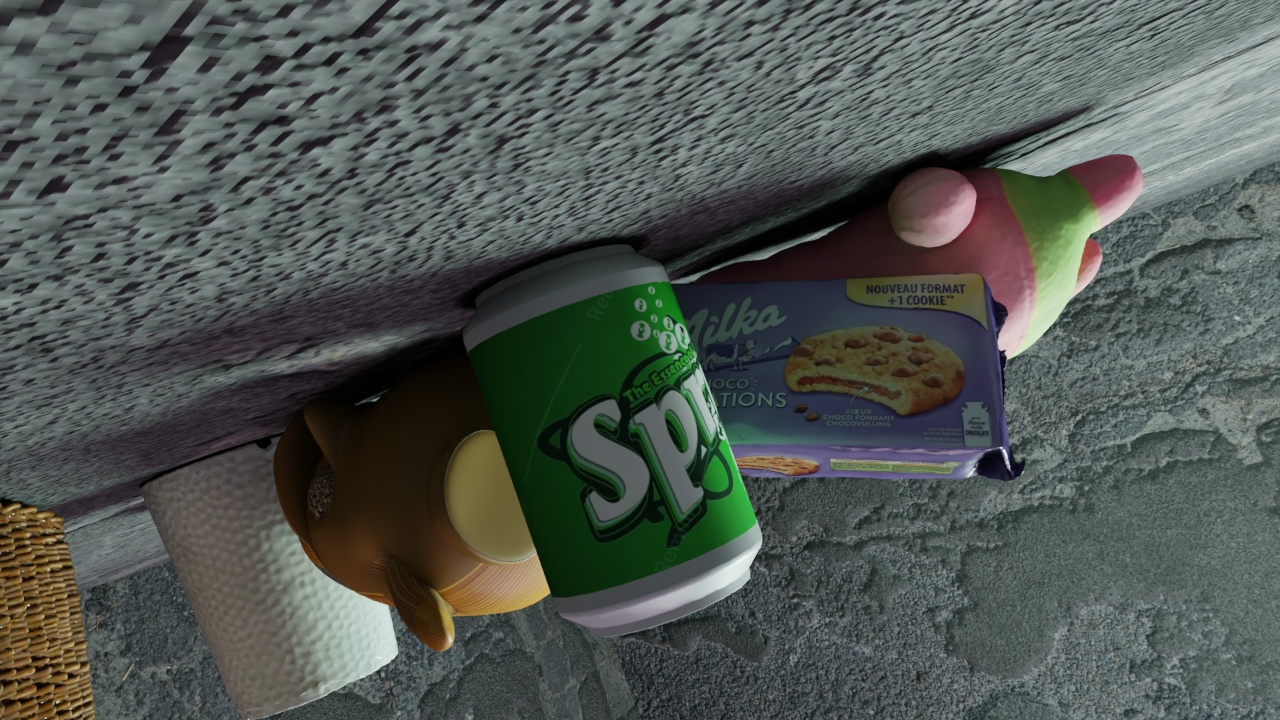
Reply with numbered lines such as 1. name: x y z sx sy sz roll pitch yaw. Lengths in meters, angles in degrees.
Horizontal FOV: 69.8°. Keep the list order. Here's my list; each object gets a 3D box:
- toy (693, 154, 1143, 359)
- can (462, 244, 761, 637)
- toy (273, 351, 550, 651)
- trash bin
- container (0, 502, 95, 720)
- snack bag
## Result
1. toy: 0.141 -0.042 0.496 0.237 0.096 0.192 -9 146 6
2. can: -0.012 0.031 0.371 0.088 0.140 0.088 -20 177 -1
3. toy: -0.118 0.068 0.508 0.204 0.162 0.198 -20 -143 40
4. trash bin: -0.239 0.140 0.614 0.133 0.161 0.133 -20 177 -1
5. container: -0.366 0.204 0.415 0.183 0.250 0.162 -8 173 -20
6. snack bag: 0.070 0.013 0.444 0.206 0.096 0.058 0 151 14
